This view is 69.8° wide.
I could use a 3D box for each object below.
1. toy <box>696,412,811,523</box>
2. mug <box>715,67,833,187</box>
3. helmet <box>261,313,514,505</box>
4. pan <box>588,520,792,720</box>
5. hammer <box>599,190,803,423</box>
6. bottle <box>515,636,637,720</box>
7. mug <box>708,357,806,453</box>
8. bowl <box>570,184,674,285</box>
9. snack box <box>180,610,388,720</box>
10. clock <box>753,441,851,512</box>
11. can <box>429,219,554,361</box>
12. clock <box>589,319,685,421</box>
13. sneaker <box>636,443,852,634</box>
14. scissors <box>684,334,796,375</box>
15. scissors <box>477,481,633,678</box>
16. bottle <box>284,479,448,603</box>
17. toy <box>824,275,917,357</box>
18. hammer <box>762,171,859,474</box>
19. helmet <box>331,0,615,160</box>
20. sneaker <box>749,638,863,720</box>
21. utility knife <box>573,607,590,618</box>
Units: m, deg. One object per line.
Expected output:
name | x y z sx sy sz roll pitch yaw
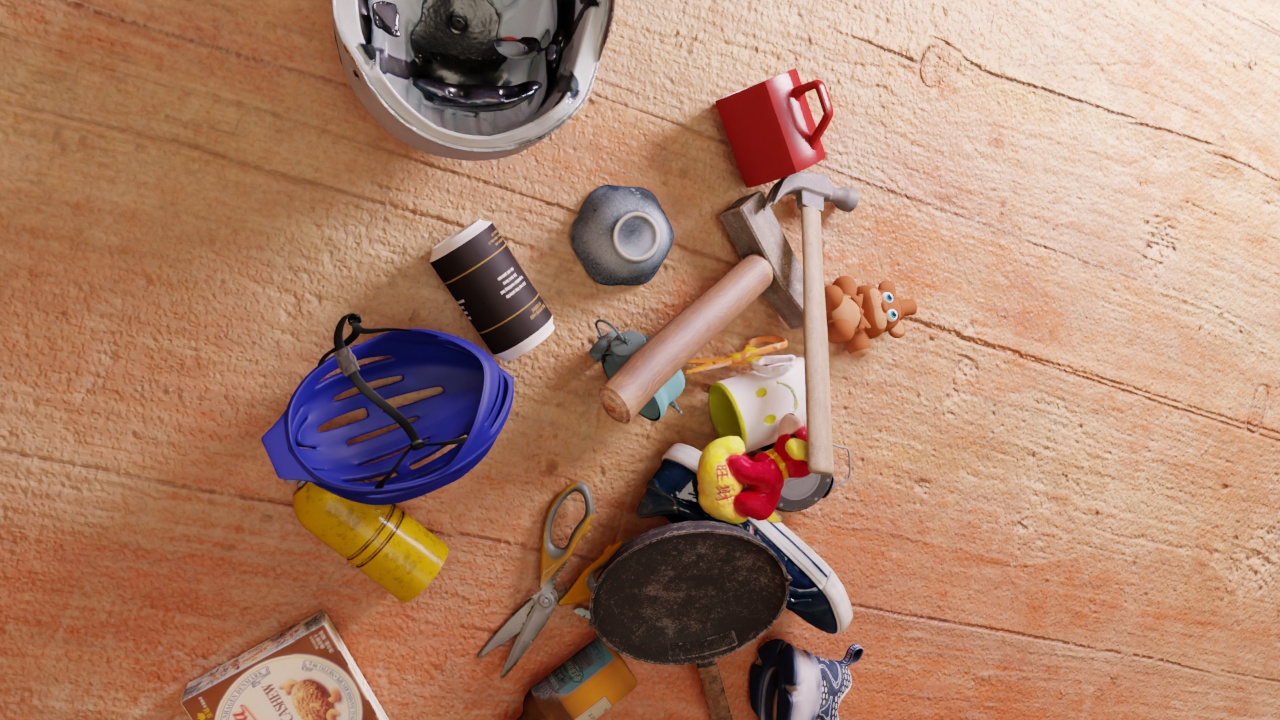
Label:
toy | 0.122 0.117 0.934 0.137 0.067 0.105 -24 99 -14
mug | 0.147 -0.243 0.944 0.080 0.117 0.096 -34 108 -41
helmet | -0.208 0.031 0.811 0.241 0.228 0.147 -22 73 -27
pan | 0.063 0.295 0.979 0.207 0.040 0.357 -13 127 1
hammer | 0.066 -0.033 0.926 0.299 0.037 0.158 -41 109 -34
bottle | -0.083 0.366 0.977 0.156 0.068 0.068 -35 106 -10
mug | 0.138 0.049 0.998 0.106 0.082 0.082 -17 102 -16
bowl | -0.012 -0.127 0.942 0.110 0.055 0.110 -3 99 -17
snack box | -0.346 0.346 0.904 0.147 0.041 0.143 -27 105 -13
clock | 0.174 0.123 1.038 0.122 0.044 0.091 -10 107 -13
can | -0.144 -0.069 0.898 0.072 0.072 0.128 -35 106 -11
clock | -0.006 0.005 0.945 0.053 0.090 0.124 -40 112 -21
sneaker | 0.106 0.228 1.002 0.294 0.121 0.127 42 71 -15
scissors | 0.106 0.005 0.986 0.133 0.084 0.012 -15 122 -13
scissors | -0.096 0.231 0.971 0.225 0.016 0.166 -36 83 4
bottle | -0.271 0.157 0.890 0.164 0.071 0.071 44 83 -18
toy | 0.257 -0.054 1.032 0.127 0.065 0.095 -8 81 -18
hammer | 0.180 -0.046 0.954 0.119 0.031 0.330 11 72 -29
helmet | -0.156 -0.307 0.815 0.236 0.164 0.264 1 90 -22
sneaker | 0.194 0.459 1.069 0.132 0.103 0.269 7 92 -25
utility knife | -0.006 0.304 1.023 0.158 0.015 0.022 24 114 -17
